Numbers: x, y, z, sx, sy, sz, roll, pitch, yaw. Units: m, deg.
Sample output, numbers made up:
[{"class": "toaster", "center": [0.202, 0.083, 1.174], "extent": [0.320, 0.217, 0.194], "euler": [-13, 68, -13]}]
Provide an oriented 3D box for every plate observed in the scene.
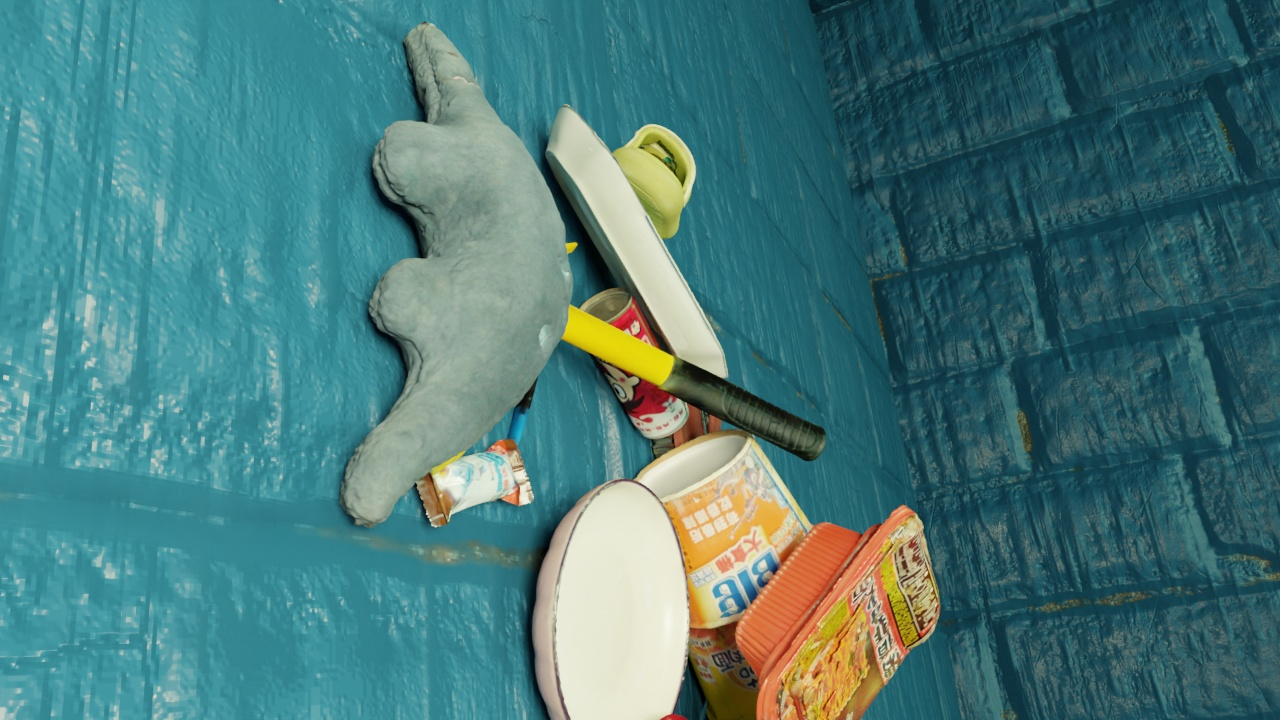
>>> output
[{"class": "plate", "center": [-0.022, 0.179, 0.636], "extent": [0.192, 0.039, 0.192], "euler": [22, 65, -60]}, {"class": "plate", "center": [-0.009, -0.090, 0.780], "extent": [0.266, 0.034, 0.162], "euler": [59, -4, -19]}]

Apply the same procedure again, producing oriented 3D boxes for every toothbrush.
[{"class": "toothbrush", "center": [-0.079, 0.000, 0.671], "extent": [0.016, 0.014, 0.189], "euler": [57, 29, -37]}]

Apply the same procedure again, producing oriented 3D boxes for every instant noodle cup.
[{"class": "instant noodle cup", "center": [0.143, 0.205, 0.689], "extent": [0.188, 0.079, 0.164], "euler": [-47, 136, -20]}, {"class": "instant noodle cup", "center": [0.097, 0.237, 0.807], "extent": [0.110, 0.138, 0.137], "euler": [63, 23, -10]}, {"class": "instant noodle cup", "center": [0.063, 0.134, 0.771], "extent": [0.111, 0.152, 0.151], "euler": [62, 23, -10]}]

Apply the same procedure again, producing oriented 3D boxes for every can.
[{"class": "can", "center": [-0.005, 0.005, 0.798], "extent": [0.053, 0.053, 0.133], "euler": [-76, 146, -50]}]

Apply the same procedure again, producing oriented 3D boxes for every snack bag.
[{"class": "snack bag", "center": [-0.101, 0.072, 0.554], "extent": [0.048, 0.026, 0.104], "euler": [67, 19, 12]}]

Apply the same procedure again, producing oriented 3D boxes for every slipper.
[{"class": "slipper", "center": [0.015, -0.165, 0.831], "extent": [0.091, 0.081, 0.190], "euler": [41, 1, -4]}]

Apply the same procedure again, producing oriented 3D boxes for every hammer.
[{"class": "hammer", "center": [0.020, 0.008, 0.699], "extent": [0.300, 0.033, 0.128], "euler": [27, 46, -23]}]

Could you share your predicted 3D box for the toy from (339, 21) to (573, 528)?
[{"class": "toy", "center": [-0.106, -0.064, 0.561], "extent": [0.137, 0.092, 0.355], "euler": [17, 56, -34]}]

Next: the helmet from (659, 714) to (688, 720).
[{"class": "helmet", "center": [0.067, 0.337, 0.570], "extent": [0.207, 0.144, 0.239], "euler": [65, 30, -23]}]

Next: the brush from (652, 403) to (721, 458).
[{"class": "brush", "center": [0.045, 0.046, 0.875], "extent": [0.063, 0.069, 0.145], "euler": [30, 49, -60]}]

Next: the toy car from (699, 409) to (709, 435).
[{"class": "toy car", "center": [0.064, 0.074, 0.957], "extent": [0.049, 0.031, 0.106], "euler": [14, 62, -65]}]
